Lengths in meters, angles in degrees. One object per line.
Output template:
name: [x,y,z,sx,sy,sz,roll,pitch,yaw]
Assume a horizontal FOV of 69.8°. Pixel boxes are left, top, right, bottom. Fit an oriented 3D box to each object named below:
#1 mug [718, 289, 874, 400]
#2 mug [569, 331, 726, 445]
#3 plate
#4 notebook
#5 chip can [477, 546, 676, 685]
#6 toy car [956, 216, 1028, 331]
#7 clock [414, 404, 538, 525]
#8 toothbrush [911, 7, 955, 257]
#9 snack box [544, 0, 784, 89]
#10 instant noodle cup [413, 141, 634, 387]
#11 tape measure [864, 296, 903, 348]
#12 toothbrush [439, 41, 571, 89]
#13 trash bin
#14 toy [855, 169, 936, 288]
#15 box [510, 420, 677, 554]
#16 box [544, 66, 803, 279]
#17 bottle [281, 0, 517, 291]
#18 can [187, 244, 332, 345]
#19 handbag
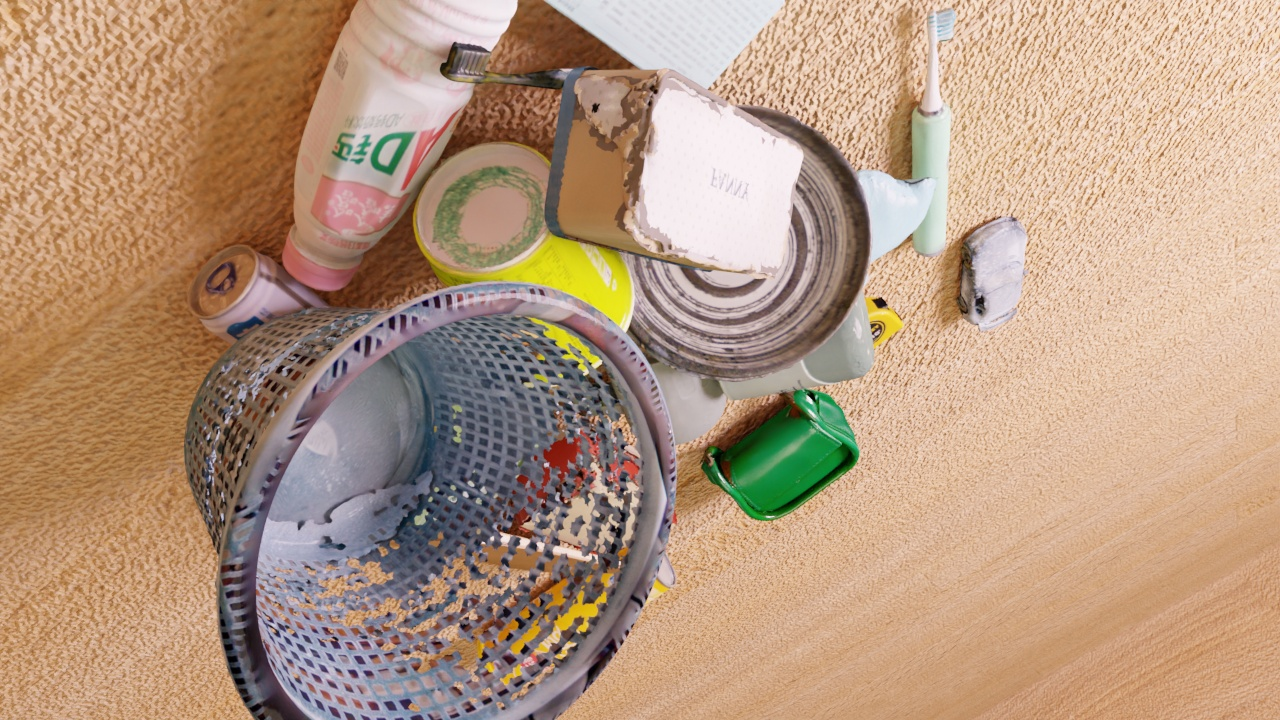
mug: [0.114,-0.019,0.678,0.106,0.082,0.111,-12,178,17]
mug: [-0.004,0.004,0.688,0.124,0.083,0.103,-5,144,13]
plate: [0.061,-0.075,0.603,0.179,0.024,0.179,-1,103,-2]
notebook: [-0.114,0.169,0.798,0.150,0.012,0.211,-9,157,36]
chip can: [-0.066,0.259,0.948,0.214,0.072,0.072,-35,142,12]
toy car: [0.311,-0.074,0.807,0.054,0.036,0.121,-25,140,-1]
clock: [-0.142,0.069,0.653,0.116,0.056,0.161,-48,162,15]
toothbrush: [0.209,-0.155,0.658,0.027,0.026,0.225,-5,145,13]
snack box: [-0.011,-0.203,0.451,0.174,0.051,0.074,21,125,-44]
instant noodle cup: [-0.069,-0.058,0.519,0.111,0.111,0.123,-26,156,0]
tape measure: [0.190,-0.031,0.791,0.060,0.029,0.057,-40,142,18]
toothbrush: [-0.031,-0.149,0.477,0.185,0.012,0.017,-18,140,-52]
trash bin: [-0.128,0.059,0.469,0.226,0.195,0.227,-13,111,-39]
toy: [0.143,-0.085,0.684,0.161,0.049,0.156,-22,149,9]
box: [-0.035,0.119,0.773,0.091,0.077,0.168,-26,152,14]
box: [0.028,-0.095,0.499,0.184,0.061,0.090,7,94,-59]
bottle: [-0.134,-0.119,0.468,0.068,0.068,0.197,9,132,-38]
can: [-0.206,-0.013,0.560,0.053,0.053,0.134,-31,143,6]
handbag: [0.132,0.083,0.868,0.131,0.068,0.120,-38,134,17]
